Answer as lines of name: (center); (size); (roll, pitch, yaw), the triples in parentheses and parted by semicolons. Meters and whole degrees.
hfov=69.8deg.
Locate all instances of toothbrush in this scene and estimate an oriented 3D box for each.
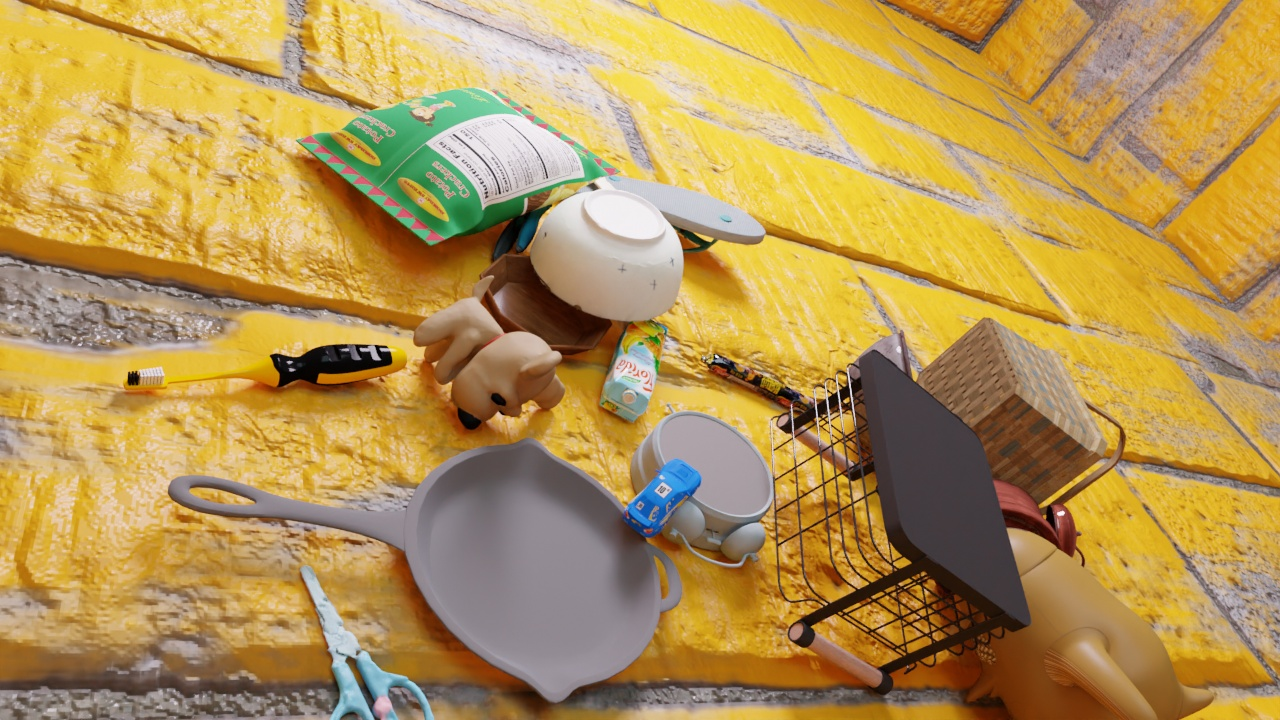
toothbrush: (-0.259, 0.007, 0.656); (0.196, 0.031, 0.031); (-7, 48, -39)

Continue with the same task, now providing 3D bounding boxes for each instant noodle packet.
instant noodle packet: (-0.173, -0.202, 0.910); (0.195, 0.090, 0.251); (37, 44, 23)

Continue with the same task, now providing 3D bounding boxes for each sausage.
sausage: (0.131, 0.027, 0.968); (0.155, 0.020, 0.020); (25, 35, -14)

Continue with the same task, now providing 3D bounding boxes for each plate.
plate: (-0.092, -0.048, 0.864); (0.131, 0.025, 0.131); (22, 36, -18)

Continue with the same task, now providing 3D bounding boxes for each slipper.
slipper: (0.016, -0.177, 1.103); (0.268, 0.055, 0.098); (14, 35, -10)

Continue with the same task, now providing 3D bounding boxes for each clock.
clock: (0.056, 0.109, 0.782); (0.122, 0.045, 0.159); (20, 36, -20)
clock: (0.350, 0.180, 0.882); (0.157, 0.121, 0.072); (26, 27, 1)

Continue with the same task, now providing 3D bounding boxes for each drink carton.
drink carton: (-0.005, 0.005, 0.862); (0.044, 0.039, 0.128); (29, 34, -9)

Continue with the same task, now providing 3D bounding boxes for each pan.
pan: (-0.128, 0.127, 0.621); (0.354, 0.024, 0.216); (17, 38, -26)

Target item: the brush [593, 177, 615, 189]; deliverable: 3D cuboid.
brush: (-0.027, -0.182, 1.031); (0.033, 0.012, 0.217); (-9, 43, -33)

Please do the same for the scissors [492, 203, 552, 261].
scissors: (-0.113, -0.145, 0.943); (0.137, 0.129, 0.019); (27, -28, 55)

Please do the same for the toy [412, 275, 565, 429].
toy: (-0.119, -0.001, 0.730); (0.108, 0.134, 0.105); (41, 77, 7)

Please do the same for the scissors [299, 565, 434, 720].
scissors: (-0.175, 0.176, 0.540); (0.063, 0.015, 0.138); (-15, 51, -44)

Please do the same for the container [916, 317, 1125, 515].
container: (0.417, 0.083, 1.004); (0.186, 0.158, 0.249); (40, 26, -7)

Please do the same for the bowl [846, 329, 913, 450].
bowl: (0.261, 0.044, 0.984); (0.144, 0.067, 0.145); (-10, 90, -74)

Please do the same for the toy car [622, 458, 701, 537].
toy car: (0.015, 0.098, 0.693); (0.033, 0.062, 0.091); (36, 57, 17)

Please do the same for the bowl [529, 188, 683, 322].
bowl: (-0.025, -0.113, 0.889); (0.153, 0.073, 0.153); (14, 40, -12)

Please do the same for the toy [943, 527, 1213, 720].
toy: (0.341, 0.240, 0.777); (0.203, 0.162, 0.198); (56, 1, 22)

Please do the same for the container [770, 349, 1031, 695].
container: (0.203, 0.129, 0.771); (0.162, 0.131, 0.240); (35, 36, -24)
